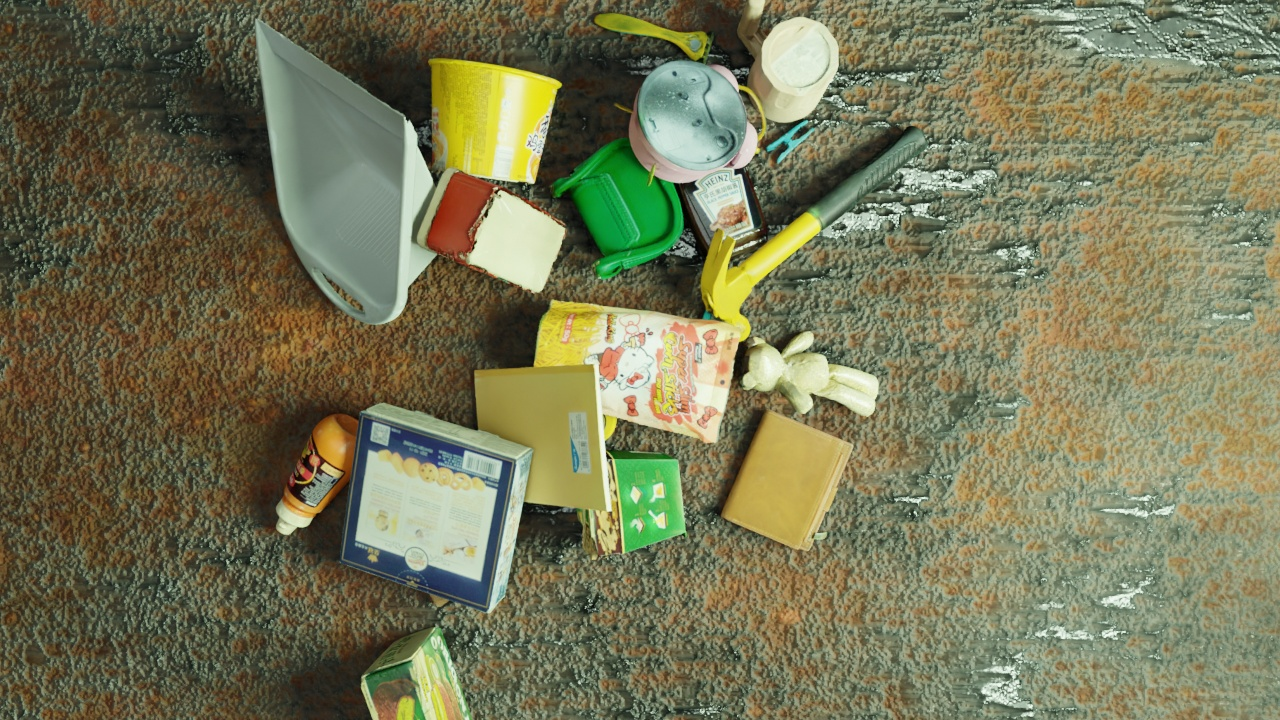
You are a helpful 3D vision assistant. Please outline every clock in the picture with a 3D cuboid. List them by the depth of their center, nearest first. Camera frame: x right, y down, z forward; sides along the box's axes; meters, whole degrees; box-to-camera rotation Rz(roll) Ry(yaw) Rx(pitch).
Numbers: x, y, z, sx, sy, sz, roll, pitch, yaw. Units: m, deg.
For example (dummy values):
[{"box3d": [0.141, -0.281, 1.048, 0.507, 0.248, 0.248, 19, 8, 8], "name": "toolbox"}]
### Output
[{"box3d": [0.060, -0.244, 0.941, 0.158, 0.060, 0.117, -20, 85, -20], "name": "clock"}]

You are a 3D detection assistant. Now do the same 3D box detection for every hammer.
[{"box3d": [0.185, -0.150, 0.978, 0.300, 0.129, 0.033, -39, 46, -7], "name": "hammer"}]

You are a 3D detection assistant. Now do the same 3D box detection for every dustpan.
[{"box3d": [-0.304, -0.159, 0.918, 0.223, 0.258, 0.142, 35, 76, 22], "name": "dustpan"}]

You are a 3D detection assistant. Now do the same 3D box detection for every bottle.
[{"box3d": [0.073, -0.205, 0.996, 0.080, 0.044, 0.195, -21, 90, -6], "name": "bottle"}, {"box3d": [-0.356, 0.131, 1.010, 0.067, 0.066, 0.149, 36, 99, 0], "name": "bottle"}]

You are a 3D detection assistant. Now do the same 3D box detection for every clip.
[{"box3d": [0.165, -0.242, 1.008, 0.057, 0.014, 0.047, -37, 89, 1], "name": "clip"}]

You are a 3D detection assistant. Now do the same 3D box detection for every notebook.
[{"box3d": [-0.108, 0.079, 0.955, 0.207, 0.010, 0.146, -4, 92, 46], "name": "notebook"}]

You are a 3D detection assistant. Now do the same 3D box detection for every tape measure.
[{"box3d": [-0.055, 0.064, 1.014, 0.060, 0.029, 0.057, 8, 91, 3], "name": "tape measure"}]

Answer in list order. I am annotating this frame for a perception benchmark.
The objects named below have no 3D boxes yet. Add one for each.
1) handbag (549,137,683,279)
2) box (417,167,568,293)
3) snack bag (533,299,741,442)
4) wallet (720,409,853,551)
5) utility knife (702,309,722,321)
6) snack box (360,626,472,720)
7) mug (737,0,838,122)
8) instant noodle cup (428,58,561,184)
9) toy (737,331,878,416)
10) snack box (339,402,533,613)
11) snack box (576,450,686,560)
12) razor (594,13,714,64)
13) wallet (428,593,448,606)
[{"box3d": [-0.021, -0.164, 0.987, 0.120, 0.068, 0.131, -30, 91, 2], "name": "handbag"}, {"box3d": [-0.140, -0.123, 0.934, 0.080, 0.168, 0.091, 23, 92, 20], "name": "box"}, {"box3d": [-0.006, 0.006, 0.975, 0.208, 0.073, 0.128, 12, 94, 9], "name": "snack bag"}, {"box3d": [0.168, 0.135, 1.008, 0.119, 0.035, 0.130, 23, 93, 1], "name": "wallet"}, {"box3d": [0.076, -0.025, 1.016, 0.029, 0.013, 0.151, 19, 92, -3], "name": "utility knife"}, {"box3d": [-0.218, 0.421, 0.986, 0.063, 0.114, 0.240, -19, 91, 2], "name": "snack box"}, {"box3d": [0.147, -0.319, 0.960, 0.084, 0.103, 0.124, -35, 91, 2], "name": "mug"}, {"box3d": [-0.157, -0.246, 0.961, 0.138, 0.138, 0.110, 9, 101, 1], "name": "instant noodle cup"}, {"box3d": [0.184, 0.021, 0.997, 0.157, 0.066, 0.105, 15, 59, -3], "name": "toy"}, {"box3d": [-0.219, 0.155, 0.972, 0.178, 0.045, 0.183, 16, 106, 11], "name": "snack box"}, {"box3d": [-0.013, 0.143, 0.983, 0.105, 0.118, 0.117, -7, 92, -11], "name": "snack box"}, {"box3d": [0.012, -0.357, 1.002, 0.132, 0.028, 0.043, 17, 95, 3], "name": "razor"}, {"box3d": [-0.217, 0.201, 1.028, 0.101, 0.020, 0.115, -36, 88, 1], "name": "wallet"}]
